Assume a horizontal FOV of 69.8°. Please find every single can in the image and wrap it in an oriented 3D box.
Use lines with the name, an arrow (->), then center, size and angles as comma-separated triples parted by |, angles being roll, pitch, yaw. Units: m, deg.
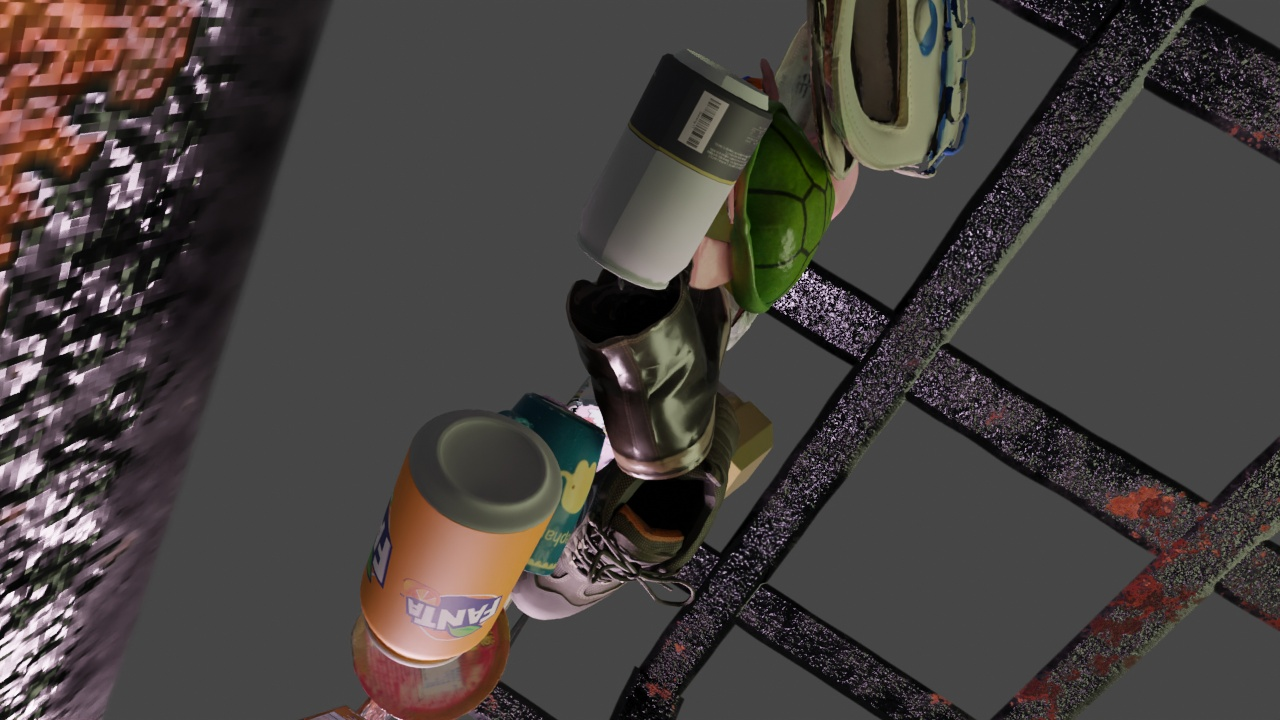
can -> -0.100, 0.098, 0.492 | 0.143, 0.079, 0.078 | -61, 174, 37
can -> 0.013, -0.095, 0.488 | 0.127, 0.064, 0.064 | -59, 175, 21

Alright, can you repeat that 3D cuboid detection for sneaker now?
sneaker -> 0.008, -0.041, 0.651 | 0.234, 0.095, 0.120 | -75, 155, -47
sneaker -> -0.009, 0.138, 0.668 | 0.238, 0.101, 0.142 | -49, -162, 20

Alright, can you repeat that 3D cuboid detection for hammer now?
hammer -> -0.028, 0.112, 0.977 | 0.323, 0.190, 0.101 | -30, 158, -40

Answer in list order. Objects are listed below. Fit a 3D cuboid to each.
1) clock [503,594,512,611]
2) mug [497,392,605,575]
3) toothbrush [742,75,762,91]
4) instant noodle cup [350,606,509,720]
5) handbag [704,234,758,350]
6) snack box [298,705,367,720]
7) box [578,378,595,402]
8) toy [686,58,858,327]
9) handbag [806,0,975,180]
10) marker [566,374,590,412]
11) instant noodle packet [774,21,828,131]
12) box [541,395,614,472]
clock -> -0.162, 0.251, 0.938 | 0.157, 0.061, 0.103 | -61, 174, 13
mug -> -0.080, 0.076, 0.616 | 0.104, 0.084, 0.112 | -62, 146, -3
toothbrush -> 0.059, -0.182, 0.656 | 0.182, 0.018, 0.016 | -50, 147, -57
instant noodle cup -> -0.143, 0.193, 0.626 | 0.097, 0.097, 0.109 | -56, -178, -22
handbag -> 0.076, -0.091, 0.884 | 0.171, 0.112, 0.124 | -52, 163, -43
snack box -> -0.239, 0.294, 0.623 | 0.101, 0.031, 0.186 | -56, 175, -17
box -> -0.016, 0.036, 0.896 | 0.106, 0.076, 0.102 | -63, 144, -39
toy -> 0.090, -0.107, 0.631 | 0.237, 0.088, 0.190 | -35, 130, -60
handbag -> 0.157, -0.211, 0.579 | 0.199, 0.093, 0.201 | -46, 130, -51
marker -> -0.042, 0.016, 0.905 | 0.146, 0.017, 0.017 | -54, 174, -38
instant noodle packet -> 0.180, -0.294, 0.881 | 0.162, 0.084, 0.222 | -51, 166, -49
box -> -0.074, 0.089, 0.780 | 0.149, 0.073, 0.202 | -25, 159, -26
